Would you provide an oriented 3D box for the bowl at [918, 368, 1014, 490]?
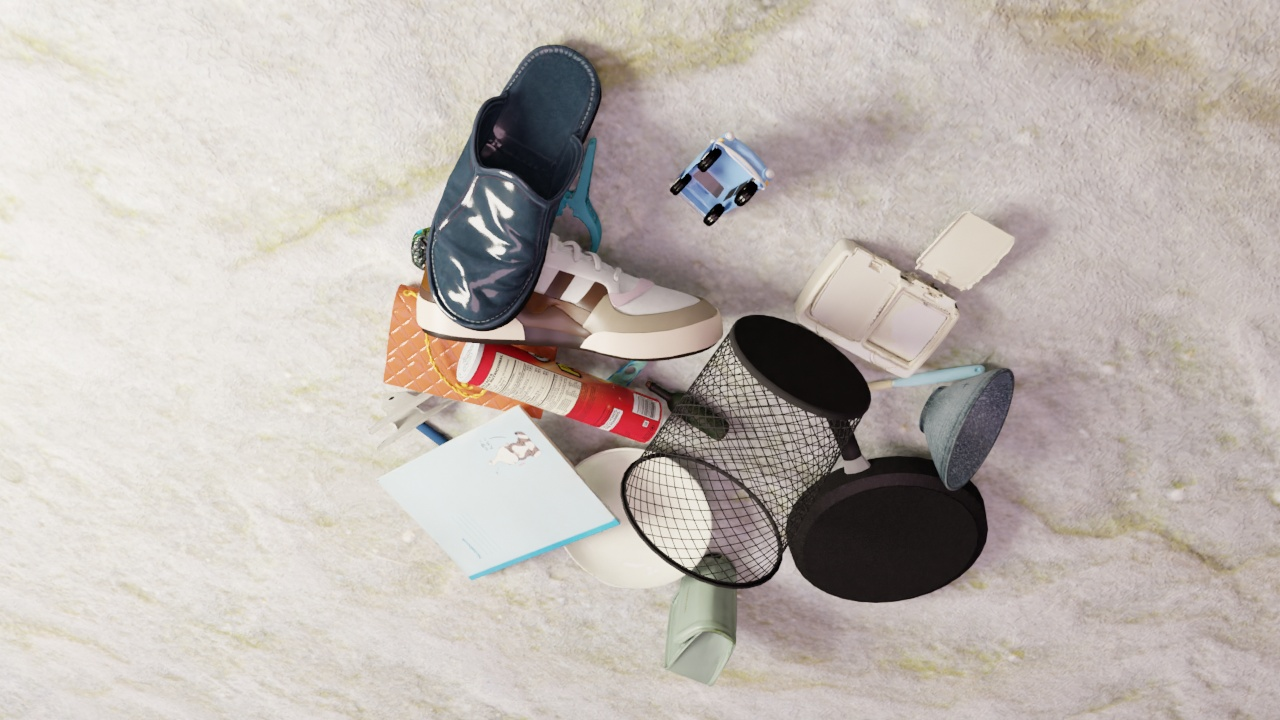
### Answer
[{"bbox_3d":[0.328,0.061,0.952,0.057,0.136,0.137,28,128,35],"label":"bowl"}]

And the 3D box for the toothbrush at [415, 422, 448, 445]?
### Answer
[{"bbox_3d":[-0.203,0.114,1.063,0.167,0.014,0.014,40,104,-16],"label":"toothbrush"}]

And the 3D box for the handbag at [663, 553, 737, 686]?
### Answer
[{"bbox_3d":[0.074,0.307,1.093,0.067,0.121,0.106,22,122,-6],"label":"handbag"}]

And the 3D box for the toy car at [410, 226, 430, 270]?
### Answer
[{"bbox_3d":[-0.176,-0.108,0.922,0.105,0.032,0.048,6,120,-5],"label":"toy car"}]

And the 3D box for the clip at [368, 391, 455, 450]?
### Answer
[{"bbox_3d":[-0.263,0.049,1.008,0.059,0.101,0.052,33,143,33],"label":"clip"}]

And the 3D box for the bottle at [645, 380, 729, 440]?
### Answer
[{"bbox_3d":[0.050,0.052,1.000,0.106,0.025,0.025,33,117,-14],"label":"bottle"}]

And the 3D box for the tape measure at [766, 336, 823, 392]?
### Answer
[{"bbox_3d":[0.160,0.001,0.952,0.071,0.042,0.072,-2,125,15],"label":"tape measure"}]

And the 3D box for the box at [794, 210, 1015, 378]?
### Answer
[{"bbox_3d":[0.255,-0.079,0.895,0.143,0.044,0.185,25,119,-10],"label":"box"}]

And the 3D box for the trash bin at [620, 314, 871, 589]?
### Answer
[{"bbox_3d":[0.107,0.081,0.892,0.184,0.183,0.211,23,120,-9],"label":"trash bin"}]

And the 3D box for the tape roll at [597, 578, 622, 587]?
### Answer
[{"bbox_3d":[-0.022,0.240,1.123,0.093,0.013,0.093,2,121,4],"label":"tape roll"}]

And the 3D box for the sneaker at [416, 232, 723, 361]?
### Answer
[{"bbox_3d":[-0.063,-0.077,0.877,0.294,0.111,0.116,6,109,1],"label":"sneaker"}]

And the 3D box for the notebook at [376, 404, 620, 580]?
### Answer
[{"bbox_3d":[-0.168,0.161,1.054,0.254,0.009,0.181,-27,111,33],"label":"notebook"}]

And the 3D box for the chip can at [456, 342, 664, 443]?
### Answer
[{"bbox_3d":[-0.078,0.031,0.939,0.214,0.051,0.052,21,121,-26],"label":"chip can"}]

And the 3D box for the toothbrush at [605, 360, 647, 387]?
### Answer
[{"bbox_3d":[-0.006,0.006,0.982,0.022,0.017,0.135,38,116,-20],"label":"toothbrush"}]

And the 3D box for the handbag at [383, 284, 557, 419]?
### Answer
[{"bbox_3d":[-0.177,-0.009,0.967,0.172,0.060,0.109,13,117,-3],"label":"handbag"}]

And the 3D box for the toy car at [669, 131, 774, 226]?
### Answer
[{"bbox_3d":[0.072,-0.163,0.815,0.056,0.153,0.054,41,78,-8],"label":"toy car"}]

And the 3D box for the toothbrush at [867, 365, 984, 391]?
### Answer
[{"bbox_3d":[0.283,0.022,0.968,0.155,0.016,0.022,-10,78,11],"label":"toothbrush"}]

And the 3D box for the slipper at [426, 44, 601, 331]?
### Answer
[{"bbox_3d":[-0.115,-0.155,0.796,0.109,0.083,0.265,24,92,-1],"label":"slipper"}]

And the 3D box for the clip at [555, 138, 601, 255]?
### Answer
[{"bbox_3d":[-0.051,-0.151,0.890,0.120,0.030,0.130,22,121,-3],"label":"clip"}]

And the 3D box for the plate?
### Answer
[{"bbox_3d":[-0.007,0.178,1.061,0.182,0.034,0.182,3,111,7],"label":"plate"}]

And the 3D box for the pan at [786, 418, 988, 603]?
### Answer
[{"bbox_3d":[0.253,0.152,1.013,0.226,0.034,0.356,-19,125,16],"label":"pan"}]
